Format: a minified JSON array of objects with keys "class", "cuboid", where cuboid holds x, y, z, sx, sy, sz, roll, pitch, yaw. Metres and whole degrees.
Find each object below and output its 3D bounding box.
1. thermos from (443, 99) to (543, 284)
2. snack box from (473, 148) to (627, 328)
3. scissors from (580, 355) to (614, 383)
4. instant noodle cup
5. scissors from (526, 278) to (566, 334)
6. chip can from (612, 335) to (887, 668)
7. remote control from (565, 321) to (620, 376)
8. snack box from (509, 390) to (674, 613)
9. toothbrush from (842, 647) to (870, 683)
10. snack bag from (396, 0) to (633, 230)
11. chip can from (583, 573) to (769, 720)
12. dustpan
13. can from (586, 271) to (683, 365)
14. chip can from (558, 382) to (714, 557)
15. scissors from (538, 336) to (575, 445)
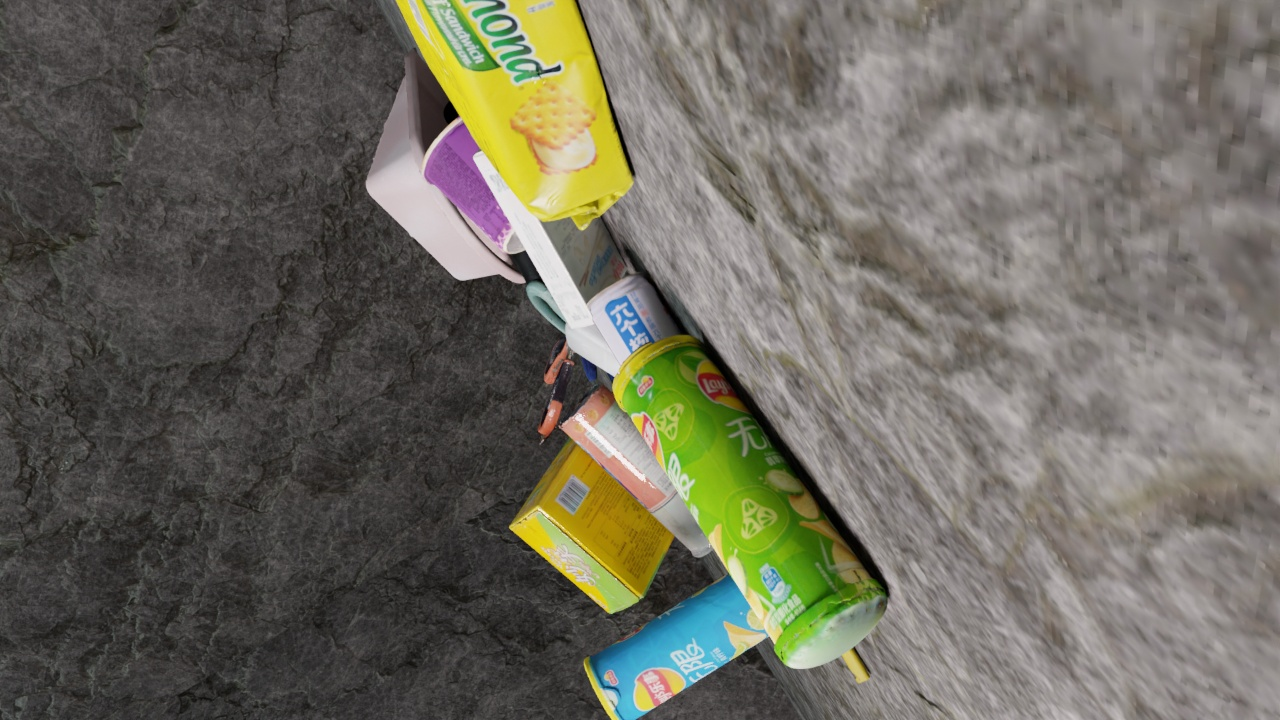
[{"class":"thermos","cuboid":[-0.129,-0.179,0.954,0.242,0.068,0.090,61,155,14]},{"class":"snack box","cuboid":[-0.065,-0.111,0.711,0.157,0.027,0.084,62,-148,-27]},{"class":"scissors","cuboid":[-0.055,-0.031,1.041,0.162,0.012,0.173,-124,23,-43]},{"class":"instant noodle cup","cuboid":[-0.113,-0.154,0.784,0.099,0.111,0.111,49,174,7]},{"class":"scissors","cuboid":[-0.043,-0.033,0.866,0.181,0.019,0.170,23,156,24]},{"class":"chip can","cuboid":[0.063,0.082,0.569,0.221,0.072,0.073,56,174,33]},{"class":"remote control","cuboid":[-0.002,0.007,0.753,0.136,0.020,0.056,32,162,11]},{"class":"snack box","cuboid":[-0.031,0.159,1.059,0.157,0.209,0.070,42,133,-9]},{"class":"toothbrush","cuboid":[0.137,0.190,0.790,0.190,0.016,0.016,58,175,15]},{"class":"snack bag","cuboid":[-0.086,-0.188,0.480,0.158,0.068,0.247,56,173,33]},{"class":"chip can","cuboid":[0.055,0.251,0.843,0.071,0.210,0.071,59,176,7]},{"class":"dustpan","cuboid":[-0.178,-0.205,1.022,0.222,0.139,0.272,44,-132,-41]},{"class":"can","cuboid":[0.014,0.003,0.687,0.134,0.053,0.053,59,175,4]},{"class":"chip can","cuboid":[0.009,0.120,1.014,0.214,0.071,0.071,44,177,-7]},{"class":"scissors","cuboid":[-0.079,-0.004,1.005,0.015,0.226,0.189,16,-169,-13]}]
